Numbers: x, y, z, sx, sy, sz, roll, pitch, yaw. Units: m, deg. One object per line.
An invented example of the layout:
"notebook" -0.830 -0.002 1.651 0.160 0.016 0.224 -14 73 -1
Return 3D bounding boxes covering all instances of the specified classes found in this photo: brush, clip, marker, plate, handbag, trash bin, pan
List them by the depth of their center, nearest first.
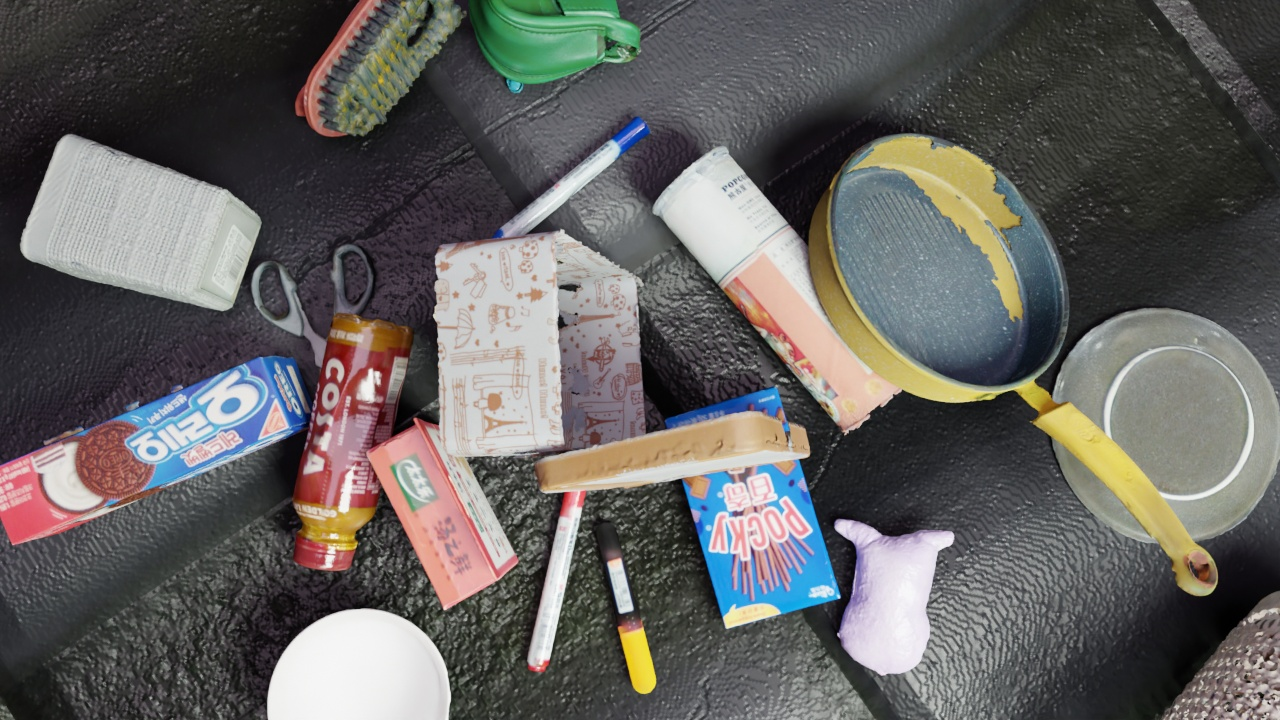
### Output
"trash bin" 0.435 0.263 0.579 0.227 0.228 0.191 41 71 3
"pan" 0.252 -0.003 0.616 0.197 0.078 0.357 -22 78 -28
"marker" -0.059 0.150 0.663 0.017 0.017 0.145 12 84 0
"marker" -0.011 0.177 0.663 0.018 0.015 0.123 -14 82 -5
"handbag" -0.066 -0.275 0.680 0.120 0.068 0.131 -6 69 -17
"plate" 0.396 0.047 0.683 0.179 0.024 0.179 0 83 -1
"brush" -0.200 -0.230 0.684 0.069 0.063 0.145 32 85 33
"marker" -0.053 -0.134 0.695 0.145 0.017 0.017 -40 86 -6
"clip" -0.101 -0.235 0.704 0.015 0.049 0.057 -11 78 -2

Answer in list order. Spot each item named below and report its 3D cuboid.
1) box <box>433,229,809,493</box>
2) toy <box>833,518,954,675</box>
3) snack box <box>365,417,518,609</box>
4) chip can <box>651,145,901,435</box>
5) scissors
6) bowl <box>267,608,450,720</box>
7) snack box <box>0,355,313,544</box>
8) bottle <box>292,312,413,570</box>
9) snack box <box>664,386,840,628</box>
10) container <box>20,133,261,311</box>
"box" -0.002 0.004 0.575 0.193 0.183 0.157 -7 84 16
"toy" 0.175 0.170 0.657 0.084 0.039 0.108 7 87 17
"snack box" -0.131 0.100 0.611 0.044 0.127 0.113 -28 84 -5
"chip can" 0.104 -0.051 0.662 0.071 0.071 0.214 -40 86 -6
"scissors" -0.233 -0.007 0.680 0.170 0.014 0.159 32 86 0
"bowl" -0.184 0.225 0.627 0.118 0.065 0.118 0 84 -2
"snack box" -0.338 0.059 0.641 0.207 0.057 0.058 -23 89 -2
"bottle" -0.204 0.057 0.642 0.057 0.057 0.175 12 87 0
"snack box" 0.080 0.105 0.662 0.084 0.026 0.157 -17 84 5
"container" -0.343 -0.091 0.647 0.114 0.090 0.090 16 84 -3
